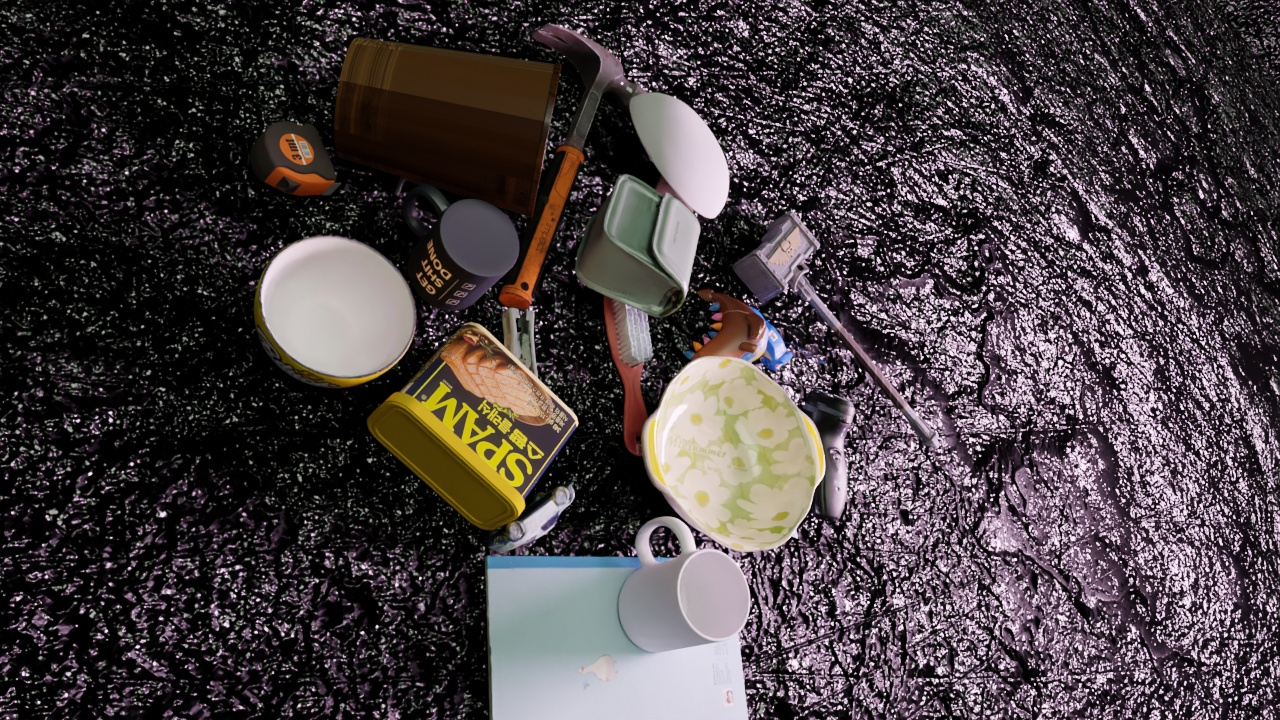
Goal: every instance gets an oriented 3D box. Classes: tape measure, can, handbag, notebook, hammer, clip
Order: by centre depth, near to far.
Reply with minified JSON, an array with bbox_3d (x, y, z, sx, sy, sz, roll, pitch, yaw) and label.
[{"bbox_3d":[-0.133,0.052,0.748,0.135,0.075,0.104,45,50,-11],"label":"can"},{"bbox_3d":[-0.288,-0.162,0.753,0.058,0.038,0.058,-21,84,-52],"label":"tape measure"},{"bbox_3d":[-0.013,0.258,0.786,0.253,0.009,0.181,9,66,-32],"label":"notebook"},{"bbox_3d":[-0.109,-0.010,0.822,0.042,0.023,0.075,8,65,-30],"label":"clip"},{"bbox_3d":[0.003,-0.114,0.887,0.106,0.067,0.121,27,41,-13],"label":"handbag"},{"bbox_3d":[-0.085,-0.192,0.896,0.137,0.035,0.313,35,57,-32],"label":"hammer"},{"bbox_3d":[0.241,-0.018,1.050,0.322,0.044,0.098,48,52,-9],"label":"hammer"}]

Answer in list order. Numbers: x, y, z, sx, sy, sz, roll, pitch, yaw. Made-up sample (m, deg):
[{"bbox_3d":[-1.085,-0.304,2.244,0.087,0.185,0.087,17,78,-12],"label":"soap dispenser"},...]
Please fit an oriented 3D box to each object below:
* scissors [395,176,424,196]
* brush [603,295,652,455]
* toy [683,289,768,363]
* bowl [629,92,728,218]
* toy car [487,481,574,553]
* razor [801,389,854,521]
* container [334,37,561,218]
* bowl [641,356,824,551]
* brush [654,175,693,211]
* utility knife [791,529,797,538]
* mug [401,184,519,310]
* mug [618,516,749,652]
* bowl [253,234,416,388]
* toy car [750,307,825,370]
[{"bbox_3d":[-0.170,-0.200,0.863,0.141,0.014,0.157,24,62,-24],"label":"scissors"},{"bbox_3d":[-0.005,0.005,0.882,0.041,0.030,0.172,4,70,-33],"label":"brush"},{"bbox_3d":[0.079,-0.027,0.950,0.090,0.071,0.103,-36,68,-23],"label":"toy"},{"bbox_3d":[0.051,-0.222,0.951,0.149,0.043,0.149,43,28,-30],"label":"bowl"},{"bbox_3d":[-0.088,0.133,0.767,0.089,0.039,0.027,-35,95,-38],"label":"toy car"},{"bbox_3d":[0.199,0.098,0.962,0.053,0.064,0.140,17,62,-27],"label":"razor"},{"bbox_3d":[-0.162,-0.204,0.781,0.167,0.132,0.132,11,64,-8],"label":"container"},{"bbox_3d":[0.078,0.093,0.884,0.219,0.060,0.188,2,70,-35],"label":"bowl"},{"bbox_3d":[0.025,-0.153,0.980,0.050,0.015,0.135,34,61,-20],"label":"brush"},{"bbox_3d":[0.143,0.103,0.956,0.022,0.015,0.165,0,75,-36],"label":"utility knife"},{"bbox_3d":[-0.163,-0.102,0.786,0.105,0.078,0.071,51,52,-7],"label":"mug"},{"bbox_3d":[0.030,0.187,0.779,0.073,0.091,0.110,-9,75,-37],"label":"mug"},{"bbox_3d":[-0.241,-0.031,0.710,0.117,0.068,0.117,14,64,-30],"label":"bowl"},{"bbox_3d":[0.149,-0.024,0.978,0.033,0.062,0.092,-40,96,-38],"label":"toy car"}]
